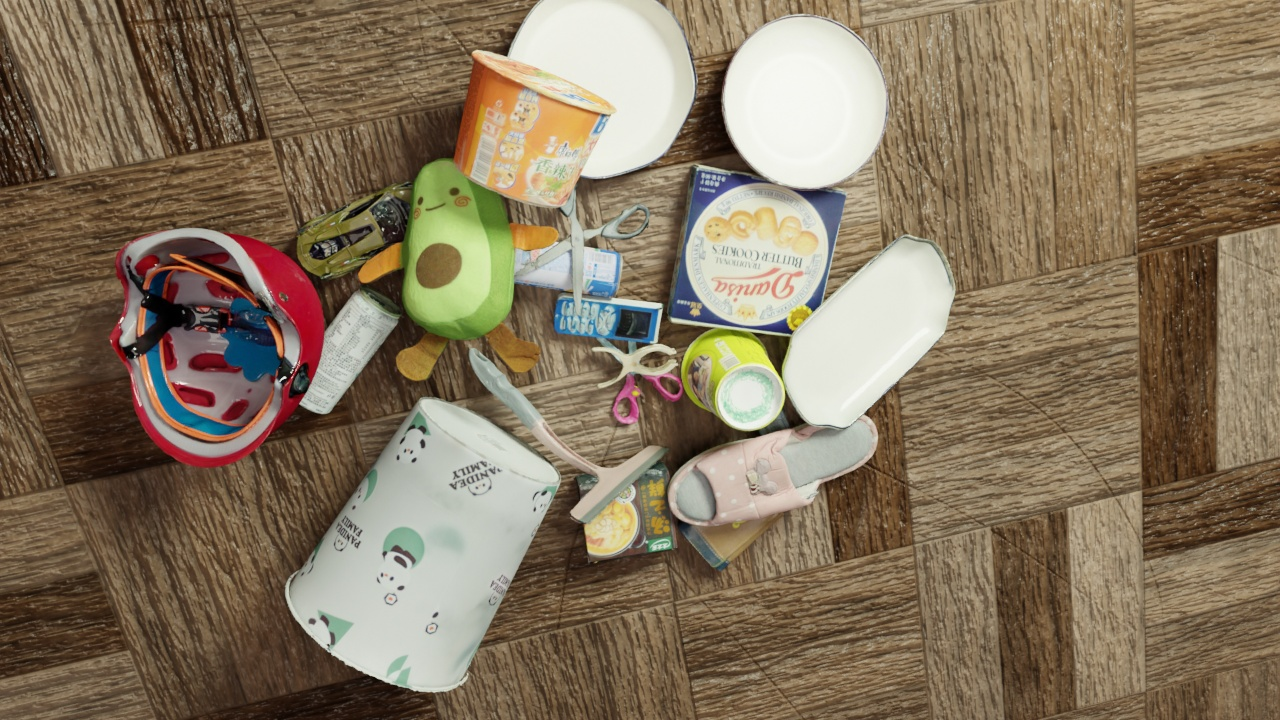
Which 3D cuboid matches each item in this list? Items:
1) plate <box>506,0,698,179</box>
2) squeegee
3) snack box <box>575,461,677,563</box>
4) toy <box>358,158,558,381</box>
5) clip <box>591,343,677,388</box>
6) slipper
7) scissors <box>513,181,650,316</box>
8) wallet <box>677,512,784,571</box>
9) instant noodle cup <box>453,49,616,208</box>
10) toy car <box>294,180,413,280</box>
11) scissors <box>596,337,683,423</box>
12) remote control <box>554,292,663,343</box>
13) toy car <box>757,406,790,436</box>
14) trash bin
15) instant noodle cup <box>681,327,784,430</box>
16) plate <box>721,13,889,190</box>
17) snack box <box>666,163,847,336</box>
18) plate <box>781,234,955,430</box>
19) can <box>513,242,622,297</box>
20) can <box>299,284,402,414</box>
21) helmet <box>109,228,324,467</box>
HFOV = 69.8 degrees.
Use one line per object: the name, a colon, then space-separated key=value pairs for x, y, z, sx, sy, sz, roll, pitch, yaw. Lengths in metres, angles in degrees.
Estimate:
plate: x=-0.044 y=-0.303 z=0.999 sx=0.204 sy=0.045 sz=0.205 roll=-2 pitch=106 yaw=-9
squeegee: x=-0.111 y=0.074 z=1.059 sx=0.249 sy=0.247 sz=0.040 roll=39 pitch=114 yaw=10
snack box: x=-0.016 y=0.197 z=1.145 sx=0.113 sy=0.053 sz=0.126 roll=-9 pitch=101 yaw=-6
toy: x=-0.193 y=-0.102 z=0.967 sx=0.227 sy=0.090 sz=0.246 roll=-8 pitch=82 yaw=7
clip: x=-0.007 y=0.001 z=1.086 sx=0.100 sy=0.034 sz=0.070 roll=-9 pitch=99 yaw=1
slipper: x=0.166 y=0.136 z=1.115 sx=0.274 sy=0.054 sz=0.114 roll=-18 pitch=115 yaw=-7
scissors: x=-0.065 y=-0.135 z=1.021 sx=0.159 sy=0.014 sz=0.178 roll=-2 pitch=80 yaw=-10
wallet: x=0.116 y=0.206 z=1.174 sx=0.115 sy=0.033 sz=0.090 roll=-42 pitch=106 yaw=1
instant noodle cup: x=-0.113 y=-0.227 z=0.916 sx=0.151 sy=0.151 sz=0.112 roll=19 pitch=110 yaw=-13
toy car: x=-0.301 y=-0.144 z=1.009 sx=0.158 sy=0.042 sz=0.070 roll=-27 pitch=108 yaw=-3
scissors: x=0.001 y=0.011 z=1.110 sx=0.118 sy=0.017 sz=0.133 roll=-3 pitch=102 yaw=-4
remote control: x=-0.038 y=-0.051 z=1.074 sx=0.125 sy=0.024 sz=0.049 roll=7 pitch=120 yaw=-5
toy car: x=0.172 y=0.094 z=1.149 sx=0.043 sy=0.034 sz=0.090 roll=-26 pitch=109 yaw=-4
trash bin: x=-0.230 y=0.193 z=1.027 sx=0.229 sy=0.229 sz=0.252 roll=30 pitch=93 yaw=-15
instant noodle cup: x=0.113 y=0.028 z=1.073 sx=0.111 sy=0.123 sz=0.112 roll=-2 pitch=106 yaw=-8
plate: x=0.180 y=-0.285 z=1.026 sx=0.192 sy=0.039 sz=0.192 roll=0 pitch=92 yaw=-9
snack box: x=0.134 y=-0.125 z=1.075 sx=0.178 sy=0.045 sz=0.183 roll=7 pitch=104 yaw=-10
plate: x=0.267 y=-0.035 z=1.091 sx=0.265 sy=0.034 sz=0.162 roll=-42 pitch=121 yaw=-11
can: x=-0.091 y=-0.107 z=1.042 sx=0.134 sy=0.053 sz=0.053 roll=8 pitch=104 yaw=-11
can: x=-0.333 y=-0.011 z=1.031 sx=0.058 sy=0.058 sz=0.147 roll=37 pitch=97 yaw=-16
helmet: x=-0.425 y=-0.021 z=0.966 sx=0.207 sy=0.143 sz=0.240 roll=11 pitch=104 yaw=11
